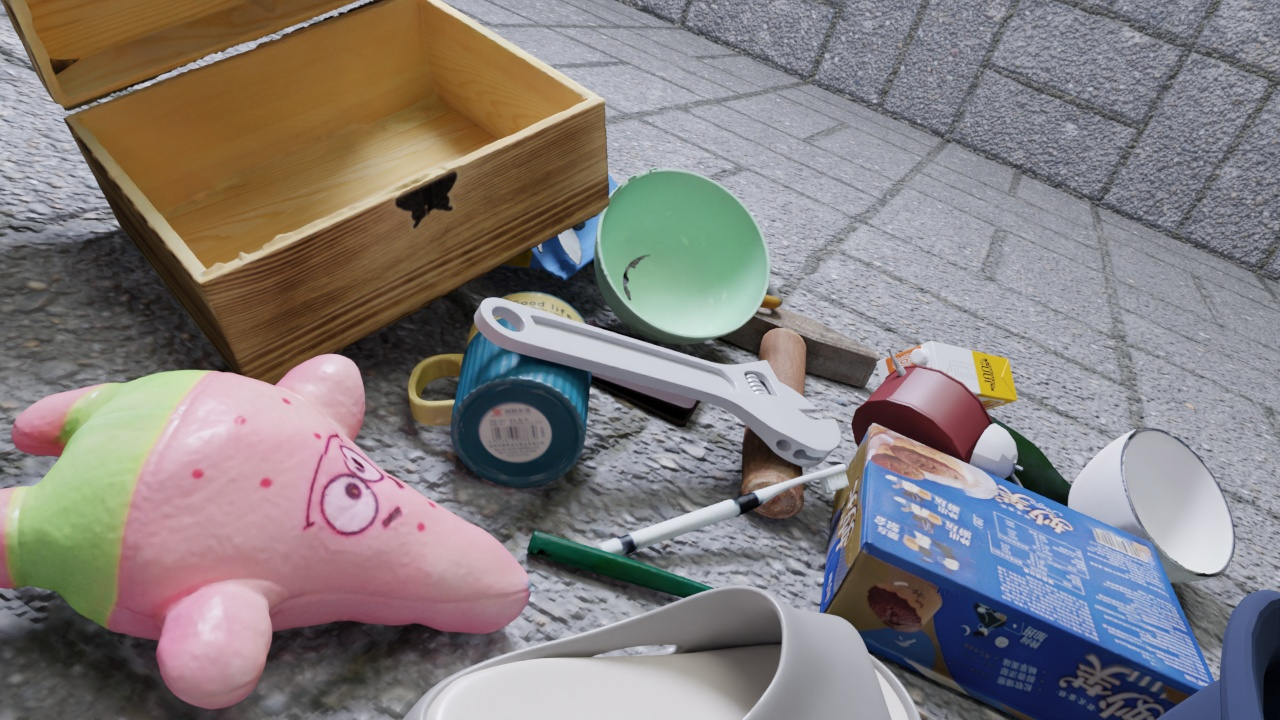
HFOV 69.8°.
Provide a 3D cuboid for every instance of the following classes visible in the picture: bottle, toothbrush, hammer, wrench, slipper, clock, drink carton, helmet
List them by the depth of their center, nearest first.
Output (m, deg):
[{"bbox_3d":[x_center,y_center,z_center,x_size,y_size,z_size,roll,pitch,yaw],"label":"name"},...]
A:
[{"bbox_3d":[0.244,0.199,0.287,0.272,0.224,0.231,42,33,-27],"label":"helmet"},{"bbox_3d":[0.030,0.147,0.401,0.265,0.081,0.113,6,27,-27],"label":"slipper"},{"bbox_3d":[0.029,0.130,0.504,0.190,0.016,0.017,18,31,-5],"label":"toothbrush"},{"bbox_3d":[0.056,0.093,0.557,0.186,0.012,0.017,-13,75,-29],"label":"toothbrush"},{"bbox_3d":[0.022,0.014,0.576,0.273,0.018,0.086,15,35,-34],"label":"wrench"},{"bbox_3d":[0.217,0.060,0.677,0.137,0.096,0.048,40,60,15],"label":"clock"},{"bbox_3d":[0.116,0.033,0.726,0.158,0.037,0.300,22,27,1],"label":"hammer"},{"bbox_3d":[0.303,0.088,0.742,0.174,0.055,0.055,31,27,2],"label":"bottle"},{"bbox_3d":[0.270,0.018,0.812,0.122,0.059,0.040,9,66,-36],"label":"drink carton"}]

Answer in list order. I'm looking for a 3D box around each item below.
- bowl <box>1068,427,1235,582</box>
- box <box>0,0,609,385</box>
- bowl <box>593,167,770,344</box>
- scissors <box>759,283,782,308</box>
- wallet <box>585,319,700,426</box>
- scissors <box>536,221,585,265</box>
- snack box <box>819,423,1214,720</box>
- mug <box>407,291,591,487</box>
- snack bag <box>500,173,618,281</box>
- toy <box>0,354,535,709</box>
[{"bbox_3d":[0.379,0.115,0.693,0.116,0.066,0.116,13,59,-22],"label":"bowl"},{"bbox_3d":[-0.219,-0.223,0.559,0.278,0.324,0.284,-34,52,-25],"label":"box"},{"bbox_3d":[0.025,-0.076,0.763,0.150,0.077,0.150,7,68,-18],"label":"bowl"},{"bbox_3d":[0.041,-0.109,0.880,0.225,0.016,0.215,24,29,14],"label":"scissors"},{"bbox_3d":[-0.004,0.004,0.717,0.115,0.018,0.091,23,27,9],"label":"wallet"},{"bbox_3d":[-0.075,-0.147,0.761,0.124,0.019,0.153,42,40,-7],"label":"scissors"},{"bbox_3d":[0.222,0.137,0.569,0.203,0.069,0.154,24,27,5],"label":"snack box"},{"bbox_3d":[-0.087,0.018,0.570,0.113,0.083,0.107,-3,32,0],"label":"mug"},{"bbox_3d":[-0.110,-0.149,0.810,0.205,0.102,0.158,31,39,13],"label":"snack bag"},{"bbox_3d":[-0.157,0.071,0.399,0.236,0.097,0.191,21,34,-18],"label":"toy"}]
